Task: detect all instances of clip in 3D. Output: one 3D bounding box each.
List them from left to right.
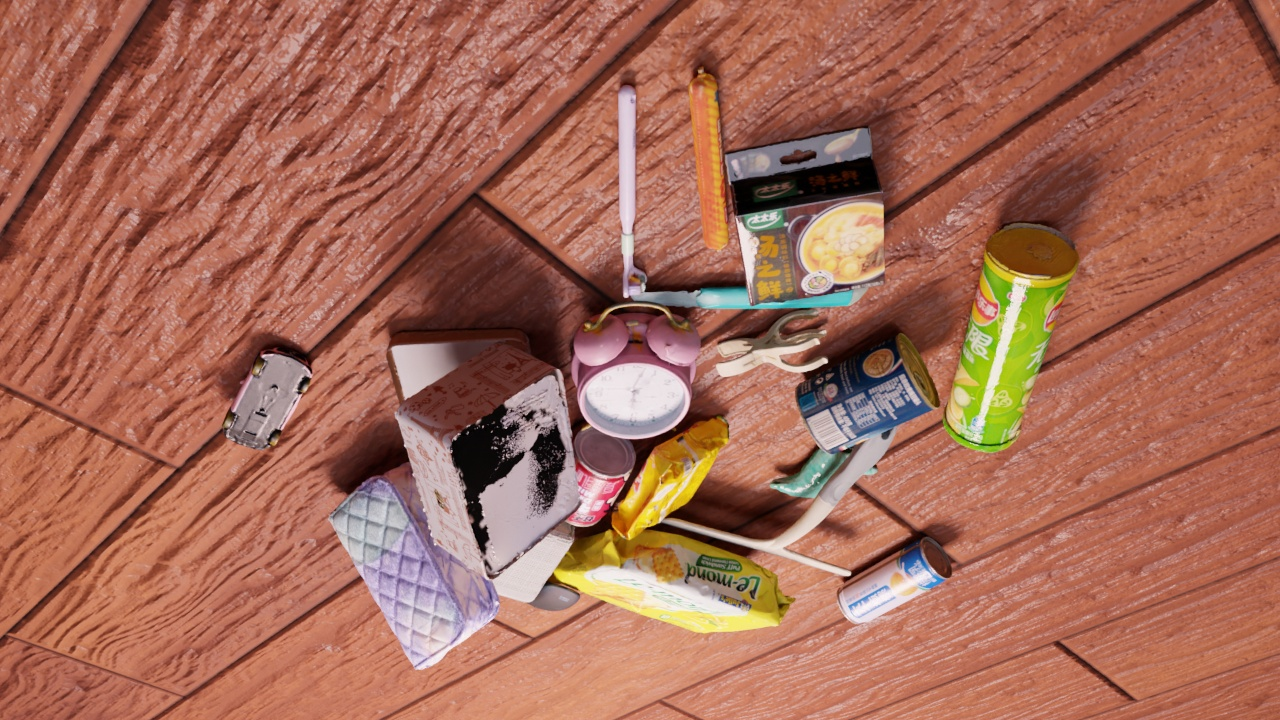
[{"bbox_3d":[0.119,-0.003,0.818,0.104,0.083,0.035,-24,131,7],"label":"clip"}]

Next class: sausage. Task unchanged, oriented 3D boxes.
[{"bbox_3d":[0.054,-0.149,0.707,0.021,0.021,0.165,-5,134,5],"label":"sausage"}]

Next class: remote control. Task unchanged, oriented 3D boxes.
[{"bbox_3d":[-0.112,0.282,1.088,0.053,0.024,0.137,25,156,-16],"label":"remote control"}]

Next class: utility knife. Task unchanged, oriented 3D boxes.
[{"bbox_3d":[0.095,-0.057,0.802,0.207,0.013,0.029,-1,136,-2],"label":"utility knife"}]

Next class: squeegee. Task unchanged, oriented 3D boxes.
[{"bbox_3d":[0.185,0.141,0.937,0.246,0.039,0.247,20,129,-20],"label":"squeegee"}]

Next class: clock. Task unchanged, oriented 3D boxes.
[{"bbox_3d":[-0.005,0.005,0.831,0.117,0.059,0.159,2,133,-3],"label":"clock"}]

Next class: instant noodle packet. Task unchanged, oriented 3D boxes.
[{"bbox_3d":[0.029,0.117,0.921,0.044,0.110,0.129,45,134,17],"label":"instant noodle packet"}]

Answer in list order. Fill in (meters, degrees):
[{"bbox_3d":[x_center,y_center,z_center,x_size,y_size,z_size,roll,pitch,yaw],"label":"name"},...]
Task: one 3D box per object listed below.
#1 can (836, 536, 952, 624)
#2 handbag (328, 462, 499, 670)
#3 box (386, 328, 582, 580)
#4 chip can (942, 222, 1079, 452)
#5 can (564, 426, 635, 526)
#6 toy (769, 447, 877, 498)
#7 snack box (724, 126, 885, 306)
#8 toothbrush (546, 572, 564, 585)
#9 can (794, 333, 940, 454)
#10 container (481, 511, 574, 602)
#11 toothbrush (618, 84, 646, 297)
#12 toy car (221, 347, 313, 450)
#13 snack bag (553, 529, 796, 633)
[{"bbox_3d":[0.298,0.262,1.086,0.053,0.053,0.135,30,127,-26],"label":"can"},{"bbox_3d":[-0.233,0.212,0.952,0.134,0.194,0.075,-38,168,33],"label":"handbag"},{"bbox_3d":[-0.161,0.065,0.858,0.178,0.152,0.183,23,134,34],"label":"box"},{"bbox_3d":[0.319,-0.011,0.807,0.072,0.072,0.222,-3,134,3],"label":"chip can"},{"bbox_3d":[-0.050,0.119,0.937,0.066,0.066,0.094,15,132,-14],"label":"can"},{"bbox_3d":[0.196,0.117,0.962,0.096,0.030,0.092,12,135,-17],"label":"toy"},{"bbox_3d":[0.133,-0.110,0.731,0.113,0.053,0.126,-9,139,9],"label":"snack box"},{"bbox_3d":[-0.045,0.288,1.136,0.190,0.016,0.016,19,131,-18],"label":"toothbrush"},{"bbox_3d":[0.207,0.033,0.847,0.111,0.075,0.075,-29,128,26],"label":"can"},{"bbox_3d":[-0.128,0.186,0.989,0.090,0.090,0.115,22,128,-20],"label":"container"},{"bbox_3d":[-0.008,-0.129,0.728,0.021,0.029,0.189,27,140,27],"label":"toothbrush"},{"bbox_3d":[-0.356,0.036,0.878,0.056,0.037,0.123,25,117,-26],"label":"toy car"},{"bbox_3d":[0.031,0.244,1.034,0.246,0.068,0.158,25,151,-24],"label":"snack bag"}]
